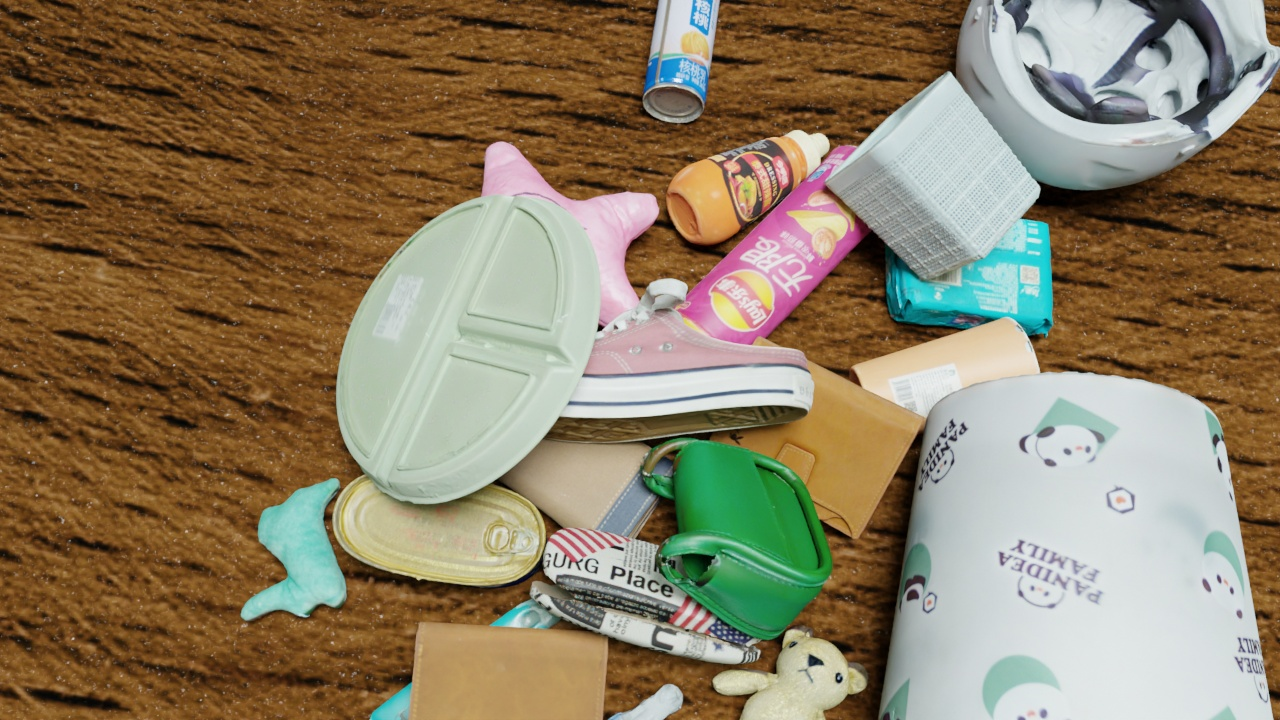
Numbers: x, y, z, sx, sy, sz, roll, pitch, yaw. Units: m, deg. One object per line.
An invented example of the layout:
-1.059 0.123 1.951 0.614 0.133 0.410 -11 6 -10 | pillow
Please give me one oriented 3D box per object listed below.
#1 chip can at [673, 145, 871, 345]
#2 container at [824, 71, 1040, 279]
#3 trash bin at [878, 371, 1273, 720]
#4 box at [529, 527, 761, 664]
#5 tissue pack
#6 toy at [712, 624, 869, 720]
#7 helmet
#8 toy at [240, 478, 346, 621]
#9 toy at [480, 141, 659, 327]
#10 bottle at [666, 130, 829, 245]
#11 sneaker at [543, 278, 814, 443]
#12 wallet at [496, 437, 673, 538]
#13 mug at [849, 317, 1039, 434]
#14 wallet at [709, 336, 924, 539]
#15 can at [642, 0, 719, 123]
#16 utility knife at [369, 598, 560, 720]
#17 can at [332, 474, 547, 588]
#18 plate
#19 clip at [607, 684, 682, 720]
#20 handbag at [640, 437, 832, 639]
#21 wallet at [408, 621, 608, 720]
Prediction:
0.110 -0.077 0.718 0.071 0.071 0.210 43 75 11 | chip can
0.214 -0.128 0.667 0.111 0.090 0.090 46 74 -4 | container
0.266 0.158 0.575 0.229 0.230 0.251 11 66 1 | trash bin
0.012 0.154 0.620 0.163 0.075 0.082 20 86 -5 | box
0.265 -0.071 0.734 0.133 0.050 0.093 8 70 0 | tissue pack
0.085 0.250 0.611 0.105 0.066 0.157 32 64 26 | toy
0.365 -0.240 0.745 0.229 0.146 0.258 33 65 7 | helmet
-0.245 0.142 0.654 0.096 0.030 0.092 -27 72 -5 | toy
-0.076 -0.073 0.706 0.195 0.075 0.178 24 73 13 | toy
0.094 -0.149 0.751 0.149 0.067 0.066 -30 75 -19 | bottle
-0.004 0.004 0.635 0.241 0.118 0.087 -4 72 11 | sneaker
-0.041 0.083 0.681 0.115 0.033 0.090 34 71 9 | wallet
0.225 0.019 0.688 0.123 0.078 0.078 -14 72 2 | mug
0.122 0.057 0.669 0.132 0.031 0.108 28 112 13 | wallet
0.037 -0.276 0.791 0.053 0.053 0.134 8 71 0 | can
-0.125 0.216 0.641 0.157 0.013 0.029 -34 77 -12 | utility knife
-0.140 0.122 0.653 0.148 0.049 0.074 9 72 1 | can
-0.127 -0.016 0.626 0.231 0.027 0.229 -16 58 28 | plate
0.005 0.246 0.634 0.058 0.038 0.026 -30 73 -14 | clip
0.059 0.114 0.615 0.120 0.068 0.131 23 27 -15 | handbag
-0.090 0.241 0.618 0.130 0.035 0.119 5 83 -6 | wallet
